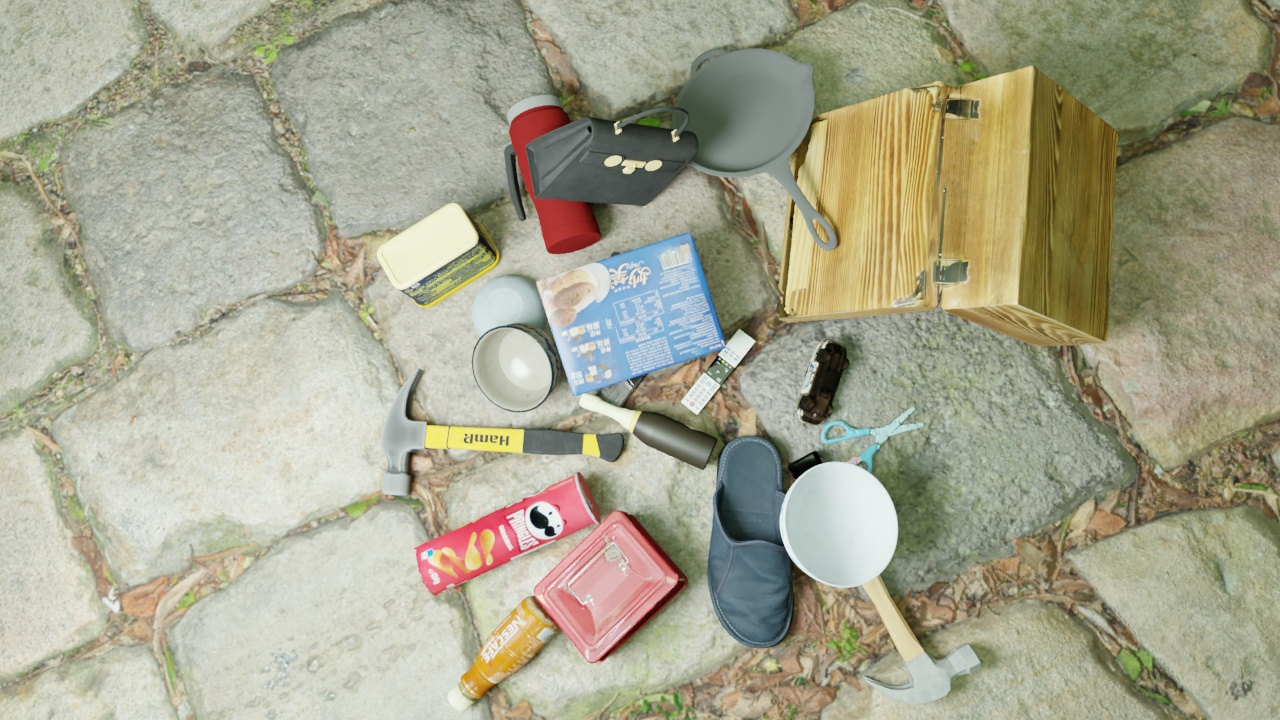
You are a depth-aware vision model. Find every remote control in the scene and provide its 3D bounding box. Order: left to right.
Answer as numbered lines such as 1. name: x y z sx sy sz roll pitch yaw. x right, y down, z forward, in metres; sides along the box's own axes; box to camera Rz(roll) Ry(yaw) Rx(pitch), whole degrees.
1. remote control: 0.103 0.015 1.209 0.028 0.012 0.124 38 87 10

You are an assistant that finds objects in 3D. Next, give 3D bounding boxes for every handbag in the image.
1. handbag: -0.013 -0.266 1.134 0.175 0.196 0.072 -3 78 -38

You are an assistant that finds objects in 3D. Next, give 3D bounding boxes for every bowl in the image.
1. bowl: -0.179 -0.068 1.235 0.106 0.039 0.106 -1 82 5
2. bowl: -0.153 0.003 1.189 0.116 0.059 0.116 6 109 19
3. bowl: 0.224 0.197 1.094 0.144 0.074 0.143 4 75 -14

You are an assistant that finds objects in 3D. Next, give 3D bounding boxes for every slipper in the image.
1. slipper: 0.138 0.225 1.139 0.109 0.083 0.265 0 83 3

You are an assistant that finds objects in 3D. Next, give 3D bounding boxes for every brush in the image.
1. brush: -0.007 0.007 1.220 0.039 0.012 0.151 37 87 8

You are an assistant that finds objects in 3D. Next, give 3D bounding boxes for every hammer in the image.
1. hammer: -0.184 0.101 1.218 0.324 0.034 0.169 3 81 5
2. hammer: 0.282 0.266 1.143 0.131 0.039 0.328 -29 80 2

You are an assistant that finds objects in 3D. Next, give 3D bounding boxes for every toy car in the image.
1. toy car: 0.230 0.028 1.180 0.048 0.040 0.113 19 89 -32

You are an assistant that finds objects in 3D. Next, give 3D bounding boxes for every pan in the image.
1. pan: 0.164 -0.278 1.206 0.217 0.024 0.354 -31 65 8

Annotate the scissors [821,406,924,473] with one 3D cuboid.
1. scissors: 0.294 0.090 1.183 0.142 0.015 0.095 -40 80 -7

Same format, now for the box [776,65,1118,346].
1. box: 0.371 -0.173 1.159 0.337 0.285 0.279 0 80 48

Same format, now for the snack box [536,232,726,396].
1. snack box: -0.012 -0.059 1.171 0.203 0.069 0.155 -18 97 0

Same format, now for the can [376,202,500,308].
1. can: -0.268 -0.139 1.221 0.135 0.104 0.075 -32 80 0

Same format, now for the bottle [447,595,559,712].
1. bottle: -0.176 0.375 1.161 0.059 0.059 0.167 44 91 10

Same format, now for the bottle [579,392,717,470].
1. bottle: 0.007 0.085 1.189 0.184 0.045 0.045 23 84 7

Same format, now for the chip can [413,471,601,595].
1. chip can: -0.171 0.222 1.176 0.233 0.073 0.073 -24 80 2

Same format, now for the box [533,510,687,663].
1. box: -0.035 0.283 1.150 0.157 0.097 0.129 -42 75 2

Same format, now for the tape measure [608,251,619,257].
1. tape measure: -0.029 -0.108 1.229 0.058 0.038 0.058 35 73 9

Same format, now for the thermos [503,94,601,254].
1. thermos: -0.127 -0.245 1.238 0.108 0.084 0.198 -19 82 20
